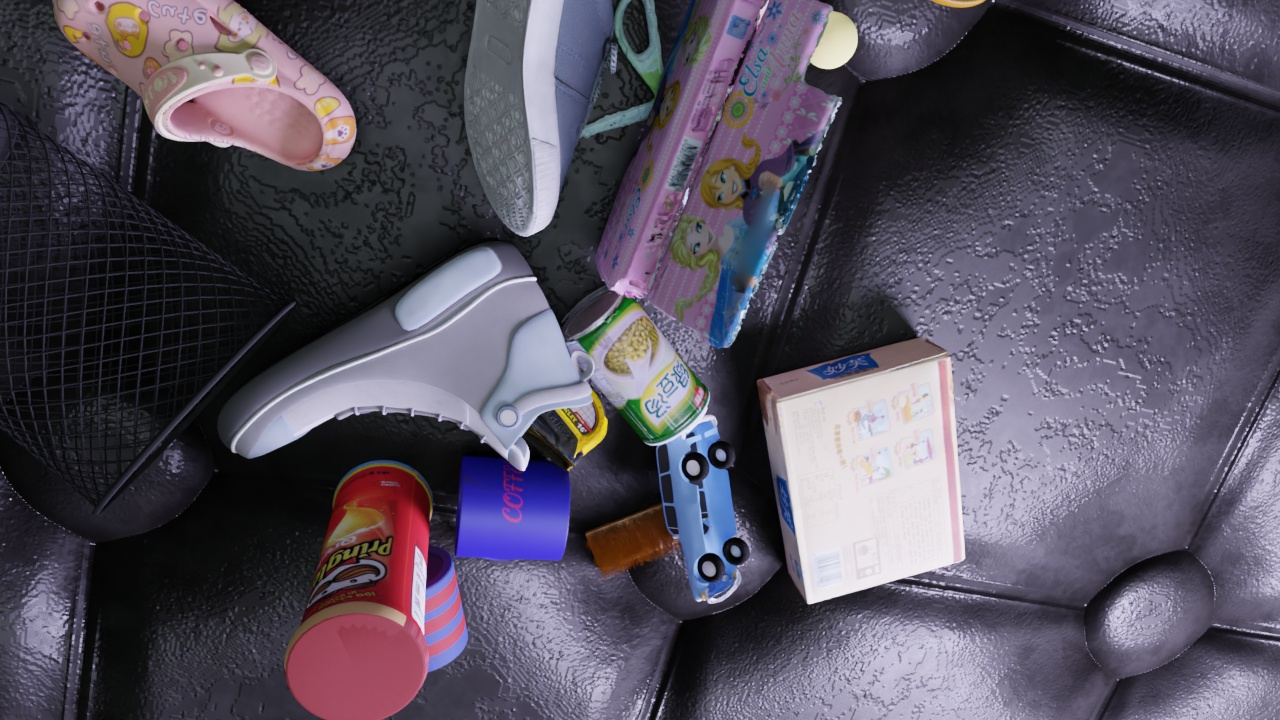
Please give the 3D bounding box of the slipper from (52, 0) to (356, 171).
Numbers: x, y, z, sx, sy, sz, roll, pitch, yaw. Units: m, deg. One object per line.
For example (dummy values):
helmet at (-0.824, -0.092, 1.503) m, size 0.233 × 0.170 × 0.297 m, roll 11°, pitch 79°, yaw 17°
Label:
slipper at (-0.279, -0.180, 0.583) m, size 0.197 × 0.081 × 0.093 m, roll 31°, pitch 133°, yaw -23°

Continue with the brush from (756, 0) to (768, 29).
brush at (0.093, -0.228, 0.674) m, size 0.033 × 0.012 × 0.218 m, roll 1°, pitch 103°, yaw -14°

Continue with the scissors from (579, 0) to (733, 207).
scissors at (0.020, -0.191, 0.686) m, size 0.171 × 0.021 × 0.173 m, roll -17°, pitch 117°, yaw -7°

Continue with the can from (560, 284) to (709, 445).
can at (-0.004, 0.004, 0.723) m, size 0.067 × 0.067 × 0.121 m, roll -38°, pitch 112°, yaw 4°

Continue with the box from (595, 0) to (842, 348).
box at (0.042, -0.140, 0.621) m, size 0.061 × 0.161 × 0.231 m, roll 8°, pitch 113°, yaw -37°

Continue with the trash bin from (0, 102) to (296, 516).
trash bin at (-0.368, -0.039, 0.586) m, size 0.210 × 0.184 × 0.184 m, roll 43°, pitch 98°, yaw -16°

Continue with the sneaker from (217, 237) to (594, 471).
sneaker at (-0.166, 0.035, 0.669) m, size 0.257 × 0.093 × 0.160 m, roll -33°, pitch 93°, yaw 3°

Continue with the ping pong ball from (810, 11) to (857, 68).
ping pong ball at (0.139, -0.235, 0.674) m, size 0.040 × 0.040 × 0.040 m, roll -4°, pitch 111°, yaw -10°

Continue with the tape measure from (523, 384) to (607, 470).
tape measure at (-0.060, 0.046, 0.733) m, size 0.065 × 0.037 × 0.064 m, roll 43°, pitch 59°, yaw -7°

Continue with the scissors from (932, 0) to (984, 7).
scissors at (0.172, -0.319, 0.660) m, size 0.225 × 0.016 × 0.175 m, roll -14°, pitch 113°, yaw -7°

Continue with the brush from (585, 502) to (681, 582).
brush at (0.017, 0.150, 0.808) m, size 0.126 × 0.017 × 0.048 m, roll -21°, pitch 113°, yaw -2°

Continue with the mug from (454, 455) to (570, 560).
mug at (-0.108, 0.130, 0.752) m, size 0.083 × 0.079 × 0.111 m, roll 5°, pitch 137°, yaw -12°

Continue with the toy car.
toy car at (0.050, 0.124, 0.766) m, size 0.055 × 0.056 × 0.153 m, roll -6°, pitch 95°, yaw 36°

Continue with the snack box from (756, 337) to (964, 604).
snack box at (0.195, 0.097, 0.801) m, size 0.153 × 0.055 × 0.207 m, roll -14°, pitch 112°, yaw -5°

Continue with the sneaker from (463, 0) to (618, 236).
sneaker at (-0.061, -0.201, 0.629) m, size 0.087 × 0.089 × 0.236 m, roll -21°, pitch 135°, yaw -38°

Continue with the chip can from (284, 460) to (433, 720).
chip can at (-0.194, 0.155, 0.665) m, size 0.087 × 0.213 × 0.087 m, roll -4°, pitch 111°, yaw -10°

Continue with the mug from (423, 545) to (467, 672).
mug at (-0.204, 0.205, 0.766) m, size 0.112 × 0.074 × 0.076 m, roll 1°, pitch 112°, yaw 17°
